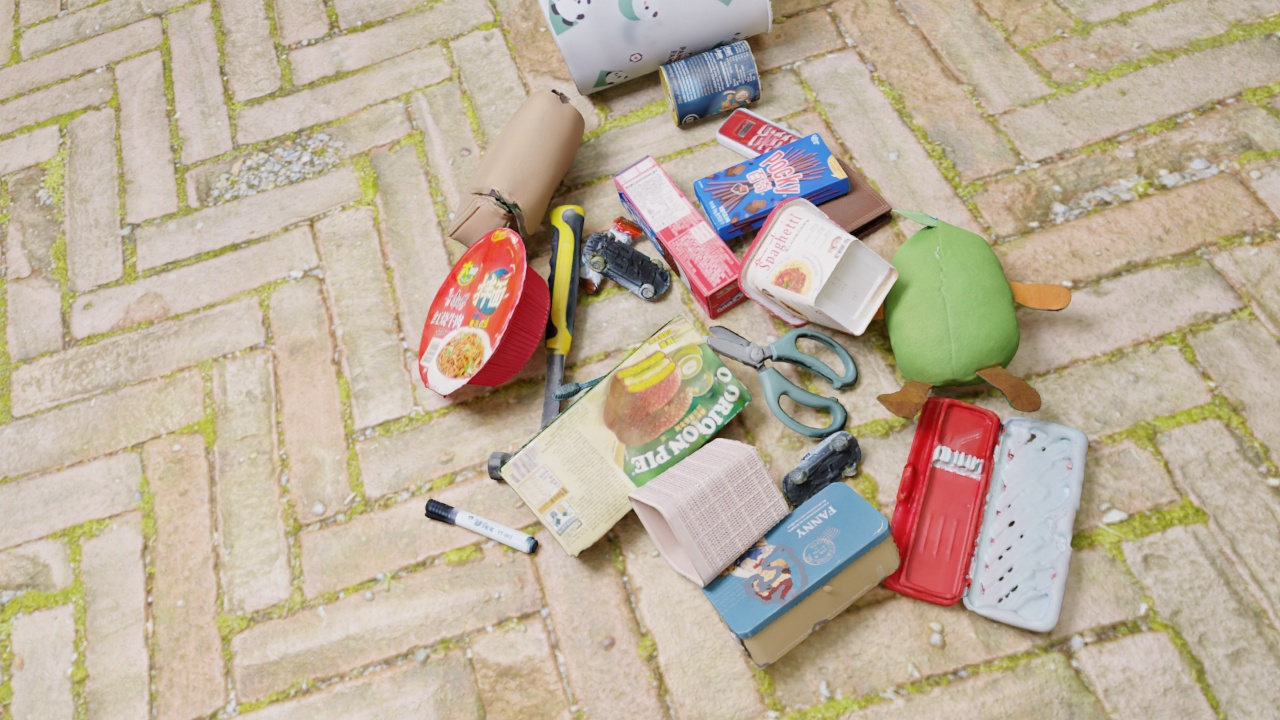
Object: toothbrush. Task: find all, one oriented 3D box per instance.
[{"bbox_3d":[-0.006,0.006,0.967,0.191,0.018,0.016,-20,72,-20],"label":"toothbrush"}]

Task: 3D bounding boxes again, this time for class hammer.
[{"bbox_3d":[-0.087,-0.025,1.006,0.126,0.032,0.322,0,68,9],"label":"hammer"}]

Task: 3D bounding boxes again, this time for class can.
[{"bbox_3d":[0.086,-0.341,1.128,0.111,0.075,0.075,-18,61,1],"label":"can"}]

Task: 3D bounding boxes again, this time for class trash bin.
[{"bbox_3d":[0.004,-0.463,1.134,0.252,0.230,0.229,-23,60,5],"label":"trash bin"}]

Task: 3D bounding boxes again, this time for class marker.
[{"bbox_3d":[-0.165,0.171,0.941,0.131,0.018,0.022,17,76,20],"label":"marker"}]

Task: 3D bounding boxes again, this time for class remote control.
[{"bbox_3d":[0.157,-0.259,1.103,0.136,0.020,0.055,34,73,25],"label":"remote control"}]

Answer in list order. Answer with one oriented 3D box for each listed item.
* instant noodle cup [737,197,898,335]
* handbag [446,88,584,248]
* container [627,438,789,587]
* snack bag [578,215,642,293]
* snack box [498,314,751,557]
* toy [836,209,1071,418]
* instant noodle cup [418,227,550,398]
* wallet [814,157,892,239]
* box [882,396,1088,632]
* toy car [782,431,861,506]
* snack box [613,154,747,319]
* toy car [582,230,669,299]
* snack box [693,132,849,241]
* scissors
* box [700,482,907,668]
[{"bbox_3d":[0.181,-0.089,0.926,0.116,0.116,0.124,-59,32,4],"label":"instant noodle cup"},{"bbox_3d":[-0.139,-0.215,1.074,0.099,0.148,0.204,30,69,-16],"label":"handbag"},{"bbox_3d":[0.065,0.135,0.854,0.110,0.090,0.090,-34,103,-17],"label":"container"},{"bbox_3d":[-0.041,-0.124,1.066,0.045,0.026,0.105,32,77,25],"label":"snack bag"},{"bbox_3d":[-0.016,0.073,0.911,0.239,0.063,0.114,-41,93,-11],"label":"snack box"},{"bbox_3d":[0.309,-0.045,0.920,0.227,0.090,0.246,-4,56,16],"label":"toy"},{"bbox_3d":[-0.162,-0.043,0.991,0.194,0.065,0.193,-29,47,36],"label":"instant noodle cup"},{"bbox_3d":[0.206,-0.167,1.040,0.124,0.032,0.101,-33,58,-7],"label":"wallet"},{"bbox_3d":[0.320,0.137,0.852,0.158,0.038,0.200,15,66,17],"label":"box"},{"bbox_3d":[0.175,0.105,0.895,0.090,0.043,0.034,-37,35,-13],"label":"toy car"},{"bbox_3d":[0.046,-0.144,1.043,0.058,0.057,0.207,-32,62,-4],"label":"snack box"},{"bbox_3d":[-0.016,-0.104,1.031,0.105,0.031,0.048,28,55,-12],"label":"toy car"},{"bbox_3d":[0.147,-0.197,1.041,0.157,0.026,0.084,-22,53,1],"label":"snack box"},{"bbox_3d":[0.136,0.019,0.916,0.180,0.019,0.139,16,69,-17],"label":"scissors"},{"bbox_3d":[0.150,0.188,0.828,0.184,0.059,0.090,-37,33,-8],"label":"box"}]
